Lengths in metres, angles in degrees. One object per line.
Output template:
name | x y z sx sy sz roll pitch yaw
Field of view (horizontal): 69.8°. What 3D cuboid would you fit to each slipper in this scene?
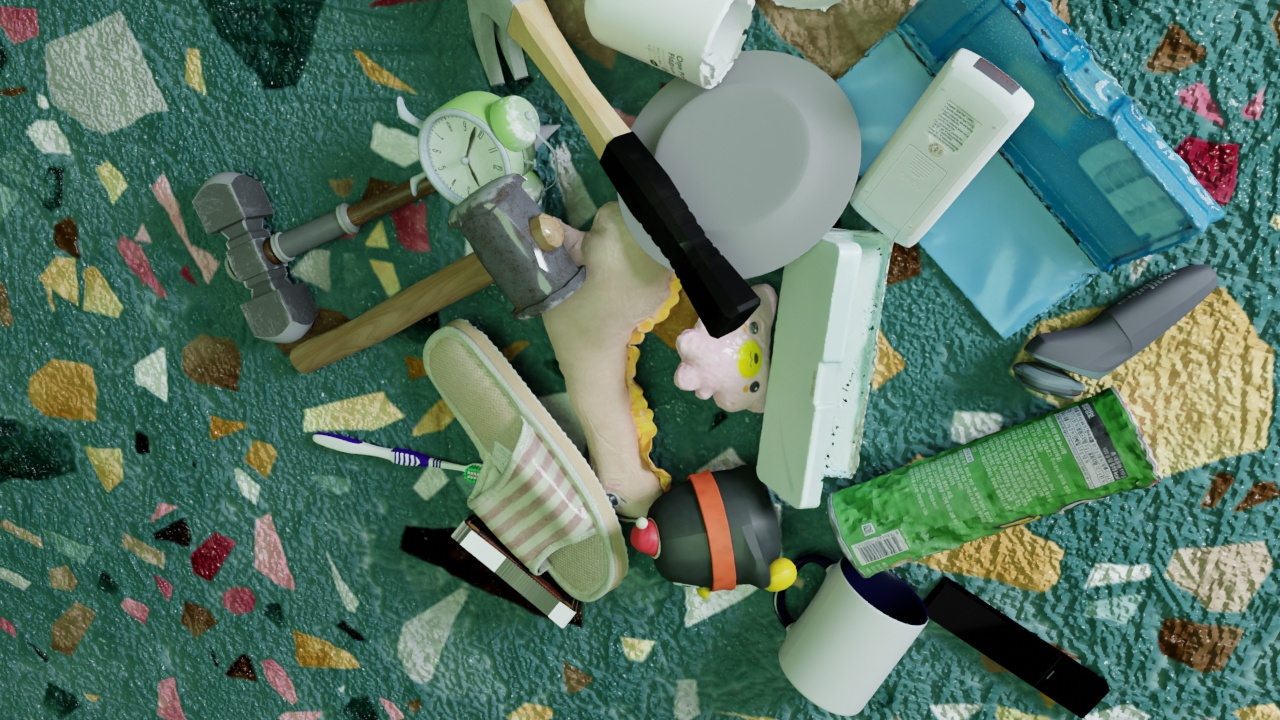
slipper | -0.107 0.088 0.761 0.115 0.052 0.263 -37 85 43

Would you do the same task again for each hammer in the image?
hammer | -0.024 -0.159 0.635 0.328 0.039 0.131 57 150 13
hammer | -0.211 -0.132 0.762 0.323 0.043 0.156 -19 99 16
hammer | -0.183 -0.044 0.732 0.329 0.052 0.098 -21 111 37

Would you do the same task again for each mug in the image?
mug | 0.157 0.208 0.737 0.112 0.078 0.097 41 113 32

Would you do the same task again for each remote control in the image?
remote control | 0.297 0.228 0.731 0.150 0.013 0.034 33 110 6
remote control | 0.197 -0.138 0.616 0.060 0.025 0.139 41 139 9

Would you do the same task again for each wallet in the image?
wallet | -0.108 0.182 0.799 0.123 0.072 0.019 39 86 1

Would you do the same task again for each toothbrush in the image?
toothbrush | -0.215 0.087 0.830 0.187 0.016 0.015 10 106 12

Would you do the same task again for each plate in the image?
plate | 0.065 -0.142 0.651 0.179 0.012 0.178 -6 74 20

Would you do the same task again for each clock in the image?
clock | -0.115 -0.154 0.681 0.119 0.042 0.094 16 132 18

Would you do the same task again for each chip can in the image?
chip can | 0.252 0.095 0.678 0.224 0.075 0.075 -25 97 20

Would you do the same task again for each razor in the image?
razor | 0.332 -0.022 0.643 0.143 0.047 0.052 -38 94 16

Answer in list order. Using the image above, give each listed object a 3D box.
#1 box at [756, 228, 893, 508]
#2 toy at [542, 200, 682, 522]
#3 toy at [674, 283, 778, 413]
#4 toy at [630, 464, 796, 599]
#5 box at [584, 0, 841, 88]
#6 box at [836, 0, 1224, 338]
box | 0.146 0.003 0.685 0.096 0.086 0.199 -2 109 -27
toy | -0.004 0.004 0.727 0.196 0.065 0.264 -13 102 22
toy | 0.067 -0.007 0.701 0.050 0.093 0.102 17 109 55
toy | 0.051 0.137 0.723 0.119 0.097 0.099 -10 92 -6
box | 0.053 -0.249 0.635 0.160 0.084 0.118 30 83 13
box | 0.249 -0.146 0.630 0.232 0.066 0.173 49 138 -2
